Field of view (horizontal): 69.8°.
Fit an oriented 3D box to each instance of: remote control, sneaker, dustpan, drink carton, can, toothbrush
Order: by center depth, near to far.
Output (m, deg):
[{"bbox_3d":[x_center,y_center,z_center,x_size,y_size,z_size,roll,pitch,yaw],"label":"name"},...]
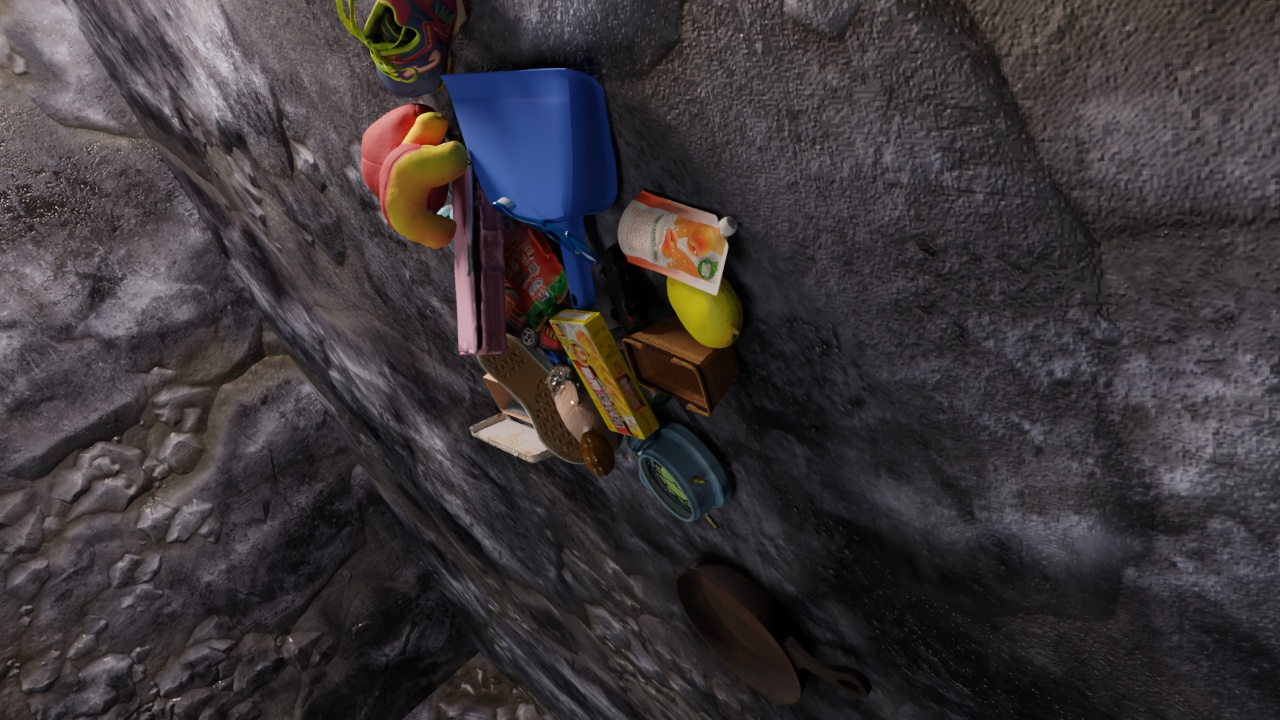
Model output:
[{"bbox_3d":[0.034,-0.107,0.822,0.122,0.038,0.069,28,112,43],"label":"drink carton"},{"bbox_3d":[-0.090,-0.126,0.891,0.132,0.016,0.021,31,152,19],"label":"toothbrush"},{"bbox_3d":[-0.098,-0.166,0.934,0.246,0.059,0.258,19,125,49],"label":"dustpan"},{"bbox_3d":[-0.259,-0.334,0.960,0.116,0.090,0.242,53,155,-8],"label":"sneaker"},{"bbox_3d":[-0.006,0.006,1.025,0.101,0.053,0.053,38,152,27],"label":"can"},{"bbox_3d":[-0.129,-0.029,1.145,0.124,0.010,0.039,21,-160,-14],"label":"remote control"},{"bbox_3d":[-0.129,0.038,1.246,0.235,0.087,0.079,51,-168,-21],"label":"sneaker"}]

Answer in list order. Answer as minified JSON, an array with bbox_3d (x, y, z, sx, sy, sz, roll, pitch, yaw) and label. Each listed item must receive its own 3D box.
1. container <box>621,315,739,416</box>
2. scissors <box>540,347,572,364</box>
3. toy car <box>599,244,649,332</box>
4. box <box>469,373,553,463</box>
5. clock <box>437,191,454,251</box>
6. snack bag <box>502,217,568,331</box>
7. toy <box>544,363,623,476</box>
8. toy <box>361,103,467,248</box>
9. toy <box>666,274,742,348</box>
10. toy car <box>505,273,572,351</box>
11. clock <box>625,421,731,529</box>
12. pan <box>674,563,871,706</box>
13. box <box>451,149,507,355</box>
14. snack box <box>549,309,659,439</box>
[{"bbox_3d":[0.044,0.001,0.925,0.114,0.061,0.063,24,143,45],"label":"container"},{"bbox_3d":[-0.097,0.016,1.242,0.103,0.015,0.134,31,152,30],"label":"scissors"},{"bbox_3d":[-0.014,-0.076,0.953,0.042,0.036,0.091,-25,79,67],"label":"toy car"},{"bbox_3d":[-0.178,0.073,1.380,0.217,0.094,0.108,13,111,53],"label":"box"},{"bbox_3d":[-0.233,-0.172,1.186,0.087,0.041,0.123,8,132,56],"label":"clock"},{"bbox_3d":[-0.123,-0.095,1.052,0.087,0.044,0.155,-49,60,34],"label":"snack bag"},{"bbox_3d":[-0.056,0.068,1.119,0.133,0.076,0.175,48,-163,-40],"label":"toy"},{"bbox_3d":[-0.261,-0.220,1.049,0.216,0.098,0.148,52,126,52],"label":"toy"},{"bbox_3d":[0.059,-0.053,0.858,0.094,0.041,0.096,45,155,27],"label":"toy"},{"bbox_3d":[-0.140,-0.066,1.129,0.189,0.081,0.056,34,110,30],"label":"toy car"},{"bbox_3d":[0.040,0.128,1.103,0.162,0.060,0.118,32,150,44],"label":"clock"},{"bbox_3d":[0.176,0.365,1.201,0.357,0.043,0.249,-1,123,59],"label":"pan"},{"bbox_3d":[-0.193,-0.121,1.055,0.098,0.046,0.233,4,96,57],"label":"box"},{"bbox_3d":[-0.039,0.015,0.995,0.075,0.025,0.152,10,132,55],"label":"snack box"}]
